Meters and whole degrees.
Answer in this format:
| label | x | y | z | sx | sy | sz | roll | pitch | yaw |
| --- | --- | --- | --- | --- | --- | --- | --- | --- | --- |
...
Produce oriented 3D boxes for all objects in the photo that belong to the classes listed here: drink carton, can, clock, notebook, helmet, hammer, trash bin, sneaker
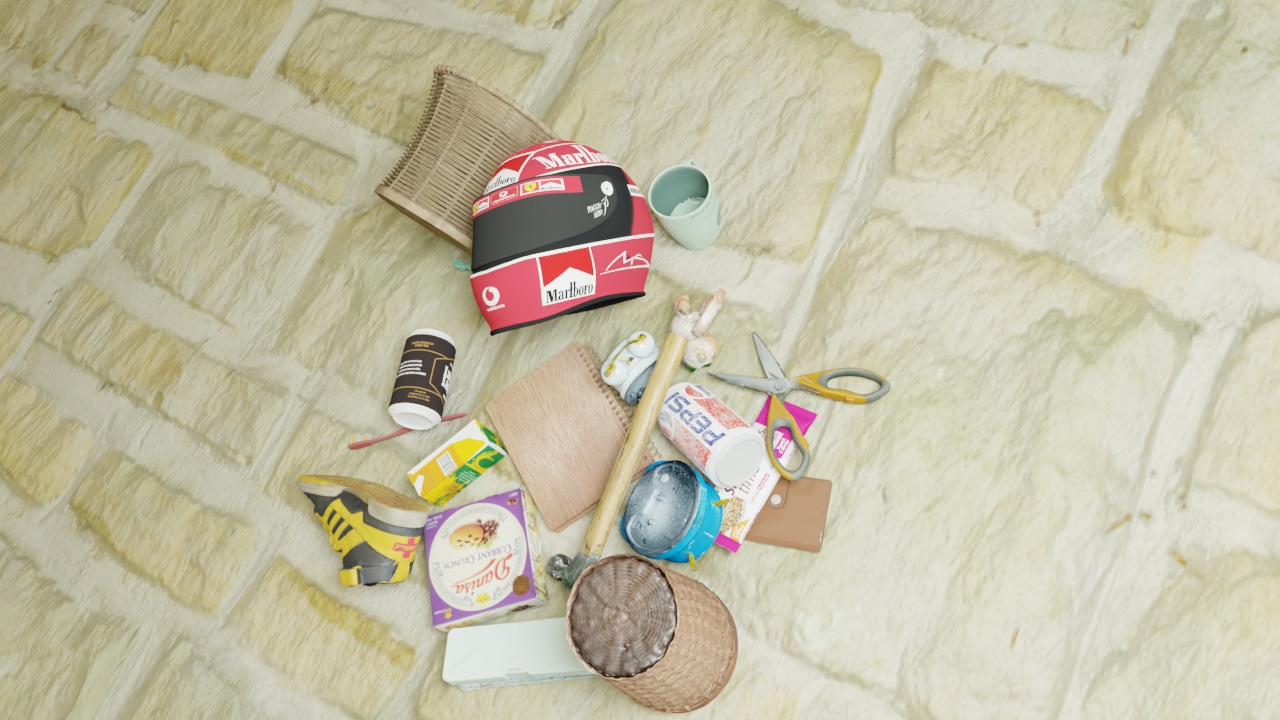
| label | x | y | z | sx | sy | sz | roll | pitch | yaw |
| --- | --- | --- | --- | --- | --- | --- | --- | --- | --- |
| drink carton | -0.245 | 0.139 | 1.217 | 0.122 | 0.058 | 0.041 | -39 | 61 | 0 |
| can | -0.301 | 0.026 | 1.270 | 0.072 | 0.072 | 0.128 | -4 | 59 | 18 |
| clock | -0.007 | 0.007 | 1.156 | 0.083 | 0.117 | 0.057 | -46 | 68 | -4 |
| can | 0.081 | 0.086 | 1.096 | 0.078 | 0.078 | 0.136 | -45 | 42 | -3 |
| clock | 0.030 | 0.176 | 1.084 | 0.162 | 0.060 | 0.116 | 20 | 80 | 55 |
| notebook | -0.091 | 0.093 | 1.203 | 0.169 | 0.022 | 0.210 | -35 | 61 | 4 |
| helmet | -0.106 | -0.167 | 1.180 | 0.198 | 0.270 | 0.224 | -11 | 94 | 43 |
| hammer | -0.015 | 0.123 | 1.095 | 0.132 | 0.033 | 0.330 | 11 | 77 | 63 |
| trash bin | 0.010 | 0.292 | 0.975 | 0.151 | 0.210 | 0.151 | -8 | 66 | 17 |
| sneaker | -0.377 | 0.226 | 1.214 | 0.239 | 0.086 | 0.122 | 10 | 88 | 40 |

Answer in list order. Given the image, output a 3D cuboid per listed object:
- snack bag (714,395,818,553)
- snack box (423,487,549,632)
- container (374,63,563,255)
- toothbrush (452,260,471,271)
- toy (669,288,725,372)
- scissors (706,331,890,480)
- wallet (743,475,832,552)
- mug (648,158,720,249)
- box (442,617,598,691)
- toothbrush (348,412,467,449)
| label | x | y | z | sx | sy | sz | roll | pitch | yaw |
| --- | --- | --- | --- | --- | --- | --- | --- | --- | --- |
| snack bag | 0.134 | 0.131 | 1.095 | 0.070 | 0.016 | 0.196 | 23 | 71 | 34 |
| snack box | -0.197 | 0.252 | 1.162 | 0.143 | 0.040 | 0.147 | -19 | 63 | 12 |
| container | -0.243 | -0.270 | 1.307 | 0.227 | 0.227 | 0.196 | 30 | 87 | 27 |
| toothbrush | -0.218 | -0.125 | 1.346 | 0.135 | 0.017 | 0.022 | 18 | 74 | 23 |
| toy | 0.076 | -0.037 | 1.171 | 0.074 | 0.085 | 0.106 | 2 | 88 | -11 |
| scissors | 0.193 | 0.040 | 1.113 | 0.226 | 0.016 | 0.225 | -16 | 52 | 3 |
| wallet | 0.160 | 0.174 | 1.083 | 0.121 | 0.013 | 0.087 | 5 | 70 | 23 |
| mug | 0.067 | -0.213 | 1.229 | 0.084 | 0.104 | 0.111 | -2 | 68 | 19 |
| box | -0.139 | 0.347 | 1.096 | 0.199 | 0.070 | 0.085 | -12 | 84 | 16 |
| toothbrush | -0.328 | 0.096 | 1.291 | 0.185 | 0.015 | 0.015 | -15 | 61 | 12 |
